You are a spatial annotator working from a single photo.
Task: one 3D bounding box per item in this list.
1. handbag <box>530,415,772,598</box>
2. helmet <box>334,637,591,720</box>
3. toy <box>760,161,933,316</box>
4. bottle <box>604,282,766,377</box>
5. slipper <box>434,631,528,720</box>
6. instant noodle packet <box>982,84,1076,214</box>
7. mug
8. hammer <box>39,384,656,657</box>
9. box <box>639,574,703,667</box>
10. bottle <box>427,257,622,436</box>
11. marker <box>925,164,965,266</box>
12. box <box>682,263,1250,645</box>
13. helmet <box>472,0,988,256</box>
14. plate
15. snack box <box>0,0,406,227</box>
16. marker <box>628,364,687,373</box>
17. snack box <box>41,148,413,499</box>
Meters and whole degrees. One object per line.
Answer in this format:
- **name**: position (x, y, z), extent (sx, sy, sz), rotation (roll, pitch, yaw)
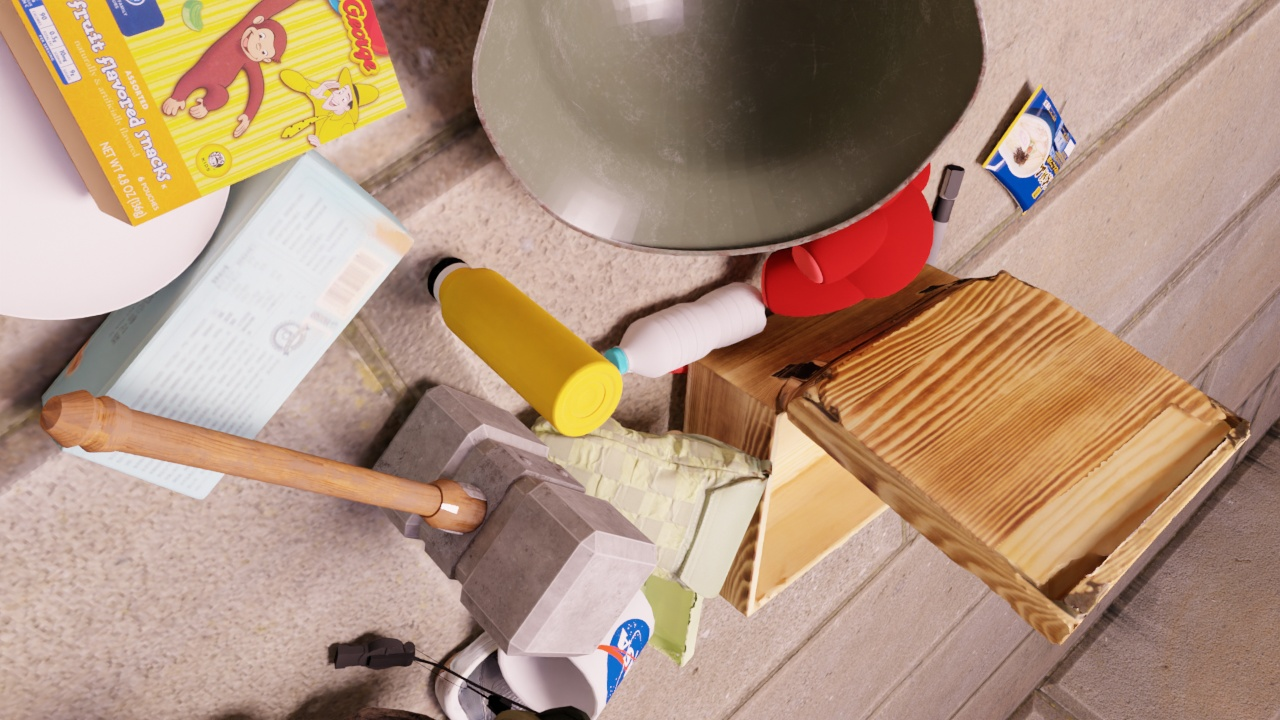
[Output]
- **handbag**: position (0.000, 0.091, 0.678), extent (0.186, 0.116, 0.113), rotation (19, 107, -7)
- **helmet**: position (-0.156, 0.302, 0.552), extent (0.249, 0.256, 0.233), rotation (4, 113, -45)
- **toy**: position (0.147, -0.132, 0.640), extent (0.158, 0.120, 0.197), rotation (-48, 147, -24)
- **bottle**: position (0.033, -0.020, 0.676), extent (0.136, 0.044, 0.044), rotation (-23, 133, -32)
- **slipper**: position (-0.097, 0.323, 0.801), extent (0.111, 0.063, 0.264), rotation (-35, 136, -20)
- **instant noodle packet**: position (0.381, -0.202, 0.896), extent (0.134, 0.026, 0.087), rotation (20, 107, -50)
- **mug**: position (-0.051, 0.233, 0.729), extent (0.089, 0.091, 0.121), rotation (-45, 149, -49)
- **hammer**: position (-0.135, 0.063, 0.455), extent (0.083, 0.163, 0.317), rotation (-55, 147, 3)
- **box**: position (0.005, 0.201, 0.792), extent (0.097, 0.082, 0.188), rotation (-34, 140, -39)
- **bottle**: position (-0.070, -0.014, 0.499), extent (0.043, 0.144, 0.043), rotation (-26, 134, -29)
- **marker**: position (0.278, -0.116, 0.868), extent (0.016, 0.016, 0.141), rotation (-19, 131, -34)
- **box**: position (0.240, 0.083, 0.728), extent (0.278, 0.336, 0.287), rotation (-26, 132, -32)
- **helmet**: position (0.037, -0.190, 0.441), extent (0.227, 0.153, 0.268), rotation (-1, 152, 0)
- **plate**: position (-0.231, -0.083, 0.360), extent (0.134, 0.011, 0.135), rotation (-20, 119, -41)
- **snack box**: position (-0.170, -0.123, 0.367), extent (0.125, 0.040, 0.088), rotation (-36, 129, -32)
- **marker**: position (-0.004, 0.004, 0.685), extent (0.142, 0.013, 0.013), rotation (0, 118, -45)
- **snack box**: position (-0.196, -0.022, 0.442), extent (0.174, 0.053, 0.075), rotation (-52, 141, -2)
